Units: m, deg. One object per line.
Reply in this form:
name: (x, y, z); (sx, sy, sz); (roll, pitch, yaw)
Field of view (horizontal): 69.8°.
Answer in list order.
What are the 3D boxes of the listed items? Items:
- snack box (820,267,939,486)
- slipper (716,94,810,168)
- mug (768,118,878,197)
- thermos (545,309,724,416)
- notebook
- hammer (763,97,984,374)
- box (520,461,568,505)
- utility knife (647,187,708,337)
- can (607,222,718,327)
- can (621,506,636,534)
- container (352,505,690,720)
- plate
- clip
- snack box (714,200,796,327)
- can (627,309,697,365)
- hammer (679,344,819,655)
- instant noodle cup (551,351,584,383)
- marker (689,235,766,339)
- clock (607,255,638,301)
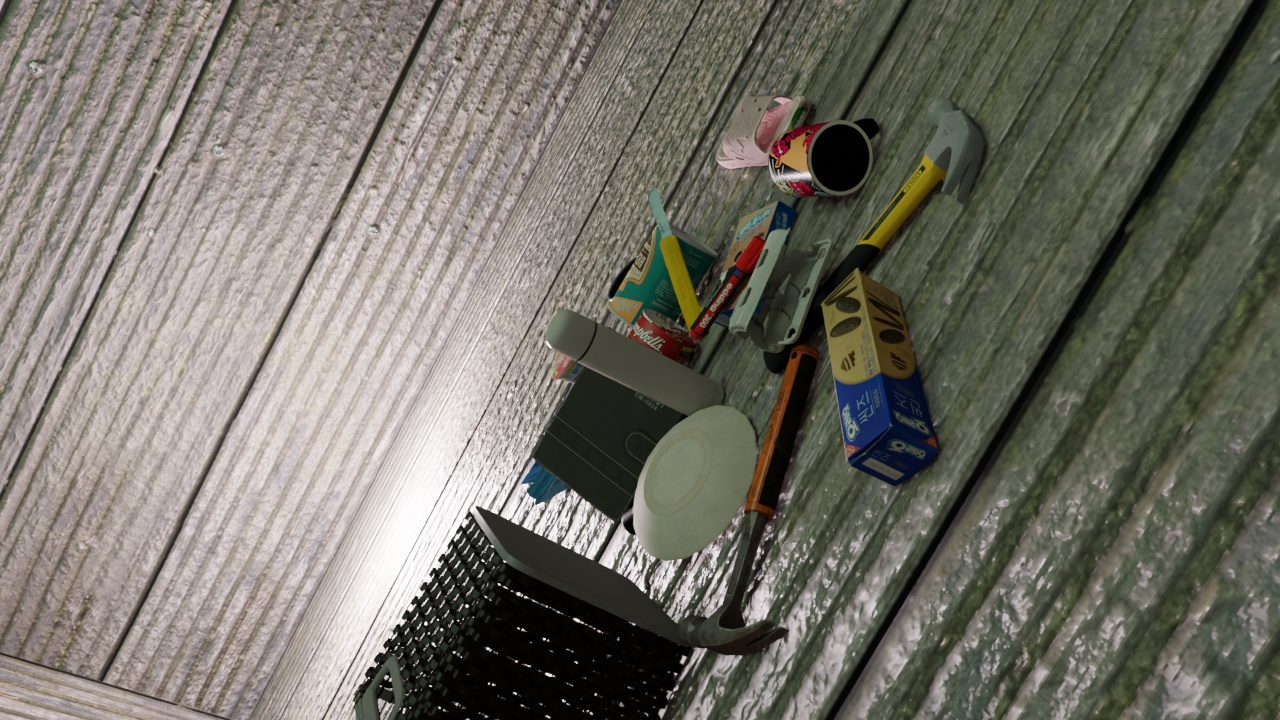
snack box: (0.205, 0.009, 0.802); (0.057, 0.056, 0.206); (-47, 26, 35)
slipper: (0.157, -0.330, 1.321); (0.094, 0.064, 0.239); (-66, 19, -5)
mug: (0.219, -0.241, 1.057); (0.118, 0.082, 0.098); (-38, 18, -9)
thermos: (-0.006, 0.006, 1.078); (0.052, 0.224, 0.052); (-50, 24, 32)
notebook: (-0.033, 0.086, 1.194); (0.169, 0.029, 0.209); (35, 104, 25)
hammer: (0.228, -0.110, 0.936); (0.324, 0.029, 0.126); (-54, 22, 27)
box: (-0.093, 0.110, 1.357); (0.232, 0.054, 0.093); (-56, -14, 27)
utility knife: (0.048, -0.133, 1.240); (0.030, 0.217, 0.019); (-21, -6, 17)
can: (0.031, -0.115, 1.313); (0.144, 0.099, 0.099); (-58, 21, 14)
can: (0.011, 0.180, 1.105); (0.081, 0.031, 0.031); (-44, 28, 42)
container: (-0.124, 0.327, 0.960); (0.243, 0.245, 0.247); (-62, 20, -5)
plate: (0.050, 0.129, 1.022); (0.189, 0.027, 0.188); (-36, 36, 31)
clip: (0.131, -0.075, 0.992); (0.152, 0.099, 0.126); (-5, 56, 63)
snack box: (0.139, -0.120, 1.152); (0.087, 0.034, 0.151); (-14, 52, 63)
can: (0.010, 0.002, 1.242); (0.116, 0.086, 0.086); (-57, 21, 15)
hammer: (0.127, 0.127, 0.885); (0.138, 0.035, 0.313); (-20, 46, 62)
instant noodle cup: (-0.063, 0.006, 1.381); (0.101, 0.112, 0.100); (-49, 25, 33)
marker: (0.106, -0.085, 1.109); (0.023, 0.021, 0.145); (49, 115, 34)
clock: (-0.005, -0.114, 1.465); (0.104, 0.056, 0.147); (-46, 20, 19)
